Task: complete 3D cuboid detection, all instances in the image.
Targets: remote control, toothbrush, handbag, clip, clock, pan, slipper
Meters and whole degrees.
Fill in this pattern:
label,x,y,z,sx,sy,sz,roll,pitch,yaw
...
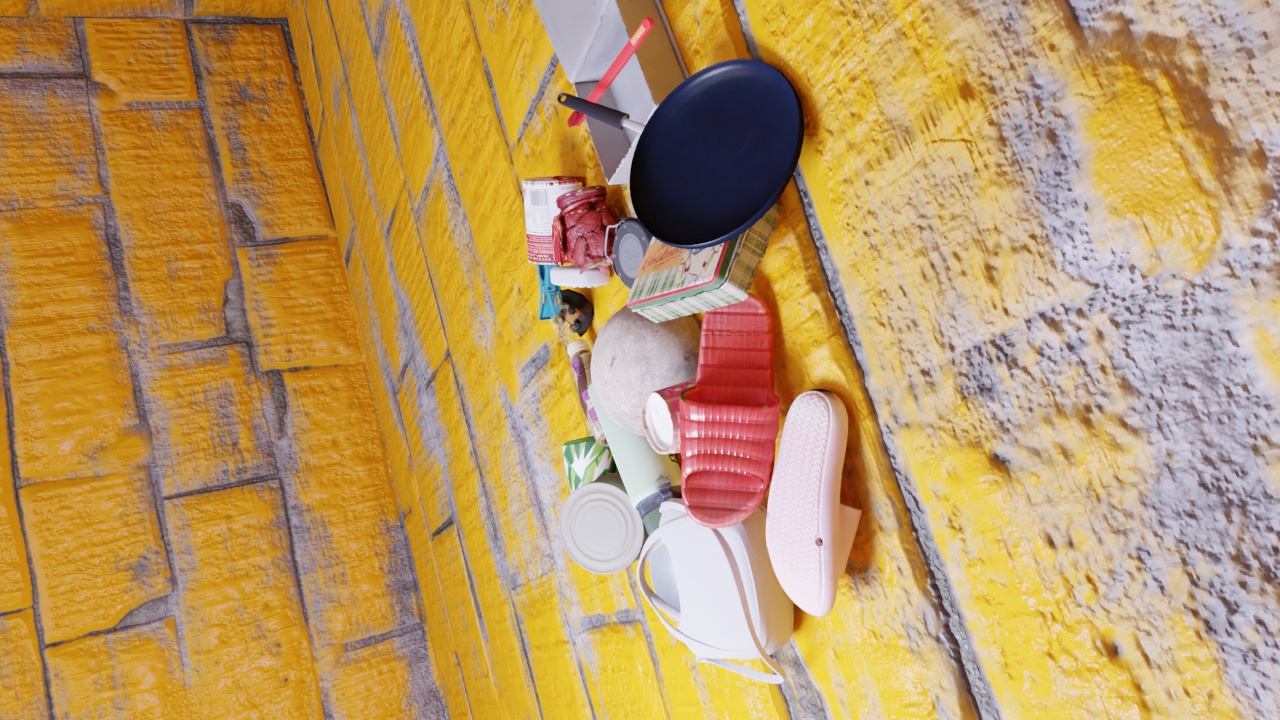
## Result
label,x,y,z,sx,sy,sz,roll,pitch,yaw
remote control,-0.085,-0.120,1.309,0.114,0.060,0.028,12,107,58
toothbrush,-0.039,-0.317,1.030,0.012,0.017,0.213,63,149,3
handbag,0.067,0.266,1.062,0.223,0.095,0.215,-16,84,48
clip,-0.141,-0.117,1.461,0.102,0.027,0.119,9,107,59
clock,0.003,-0.134,1.144,0.123,0.043,0.091,36,128,47
pan,0.022,-0.235,0.957,0.357,0.021,0.199,32,96,40
slipper,0.171,0.138,0.902,0.107,0.055,0.221,11,98,63
slipper,0.091,0.049,0.937,0.059,0.103,0.248,24,-107,-76

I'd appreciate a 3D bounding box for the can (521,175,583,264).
label,x,y,z,sx,sy,sz,roll,pitch,yaw
can,-0.123,-0.204,1.324,0.087,0.086,0.116,26,123,58

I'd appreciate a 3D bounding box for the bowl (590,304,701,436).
label,x,y,z,sx,sy,sz,roll,pitch,yaw
bowl,-0.007,0.007,1.118,0.179,0.081,0.178,-3,86,46

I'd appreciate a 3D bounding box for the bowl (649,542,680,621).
label,x,y,z,sx,sy,sz,roll,pitch,yaw
bowl,0.054,0.284,1.201,0.106,0.039,0.106,32,127,56

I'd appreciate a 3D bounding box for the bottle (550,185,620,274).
label,x,y,z,sx,sy,sz,roll,pitch,yaw
bottle,-0.074,-0.169,1.228,0.099,0.098,0.111,-17,90,63

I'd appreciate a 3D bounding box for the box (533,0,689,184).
label,x,y,z,sx,sy,sz,roll,pitch,yaw
box,-0.059,-0.406,1.114,0.368,0.098,0.166,65,150,14

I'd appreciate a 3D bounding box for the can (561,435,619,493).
label,x,y,z,sx,sy,sz,roll,pitch,yaw
can,-0.062,0.183,1.345,0.083,0.083,0.144,-17,84,63

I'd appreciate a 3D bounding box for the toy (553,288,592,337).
label,x,y,z,sx,sy,sz,roll,pitch,yaw
toy,-0.098,-0.067,1.344,0.100,0.062,0.076,-133,19,-75

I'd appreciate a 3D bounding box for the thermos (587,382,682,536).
label,x,y,z,sx,sy,sz,roll,pitch,yaw
thermos,0.005,0.124,1.198,0.231,0.082,0.083,67,151,25

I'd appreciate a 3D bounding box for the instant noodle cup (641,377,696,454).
label,x,y,z,sx,sy,sz,roll,pitch,yaw
instant noodle cup,0.065,0.060,1.022,0.098,0.108,0.098,32,128,55

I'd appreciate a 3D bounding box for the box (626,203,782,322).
label,x,y,z,sx,sy,sz,roll,pitch,yaw
box,0.061,-0.108,0.978,0.206,0.051,0.117,-8,55,65

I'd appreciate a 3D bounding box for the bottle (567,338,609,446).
label,x,y,z,sx,sy,sz,roll,pitch,yaw
bottle,-0.064,0.042,1.324,0.166,0.059,0.060,64,150,28

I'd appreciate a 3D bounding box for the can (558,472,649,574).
label,x,y,z,sx,sy,sz,roll,pitch,yaw
can,-0.040,0.222,1.253,0.128,0.073,0.128,1,93,21
